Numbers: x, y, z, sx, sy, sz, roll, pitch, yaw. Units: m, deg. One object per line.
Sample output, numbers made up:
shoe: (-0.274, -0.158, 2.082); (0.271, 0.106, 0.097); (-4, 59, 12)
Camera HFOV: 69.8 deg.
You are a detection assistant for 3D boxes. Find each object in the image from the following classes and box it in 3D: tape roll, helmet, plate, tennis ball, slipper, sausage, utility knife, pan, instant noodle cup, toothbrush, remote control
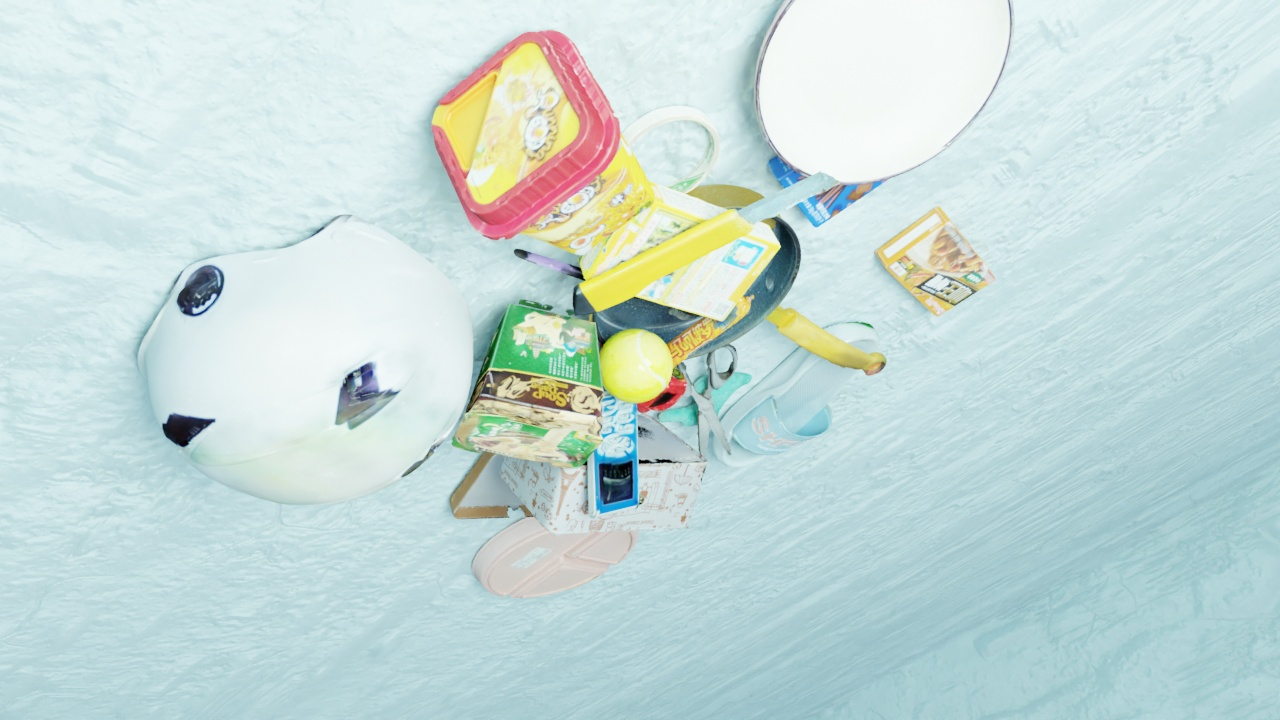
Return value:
tape roll: (0.020, -0.159, 0.711); (0.085, 0.014, 0.086); (-15, 146, -11)
helmet: (-0.246, 0.030, 0.703); (0.258, 0.145, 0.229); (-23, 146, 1)
plate: (0.172, -0.219, 0.668); (0.192, 0.039, 0.193); (-8, 134, -8)
tennis ball: (-0.005, 0.005, 0.797); (0.065, 0.065, 0.066); (-15, 146, -11)
slipper: (0.184, 0.052, 1.049); (0.104, 0.074, 0.246); (9, 134, -40)
sausage: (0.039, -0.013, 0.824); (0.021, 0.021, 0.166); (16, 137, -44)
utility knife: (0.045, -0.089, 0.691); (0.223, 0.015, 0.033); (-25, 137, 10)
pan: (0.110, -0.047, 0.863); (0.356, 0.078, 0.198); (12, 134, -41)
instant noodle cup: (-0.057, -0.136, 0.621); (0.116, 0.116, 0.123); (-34, 156, 16)
plate: (-0.106, 0.255, 1.208); (0.229, 0.028, 0.230); (-15, 146, -10)
toothbrush: (-0.023, -0.061, 0.751); (0.188, 0.014, 0.017); (16, 143, -34)
remote control: (-0.027, 0.080, 0.839); (0.049, 0.125, 0.024); (-6, -172, -35)

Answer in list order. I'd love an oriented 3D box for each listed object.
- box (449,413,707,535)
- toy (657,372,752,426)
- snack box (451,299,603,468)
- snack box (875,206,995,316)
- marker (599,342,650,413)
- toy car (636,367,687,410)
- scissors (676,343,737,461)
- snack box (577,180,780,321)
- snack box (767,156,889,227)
box: (-0.073, 0.120, 0.981); (0.179, 0.136, 0.270); (5, 168, -36)
toy: (0.069, 0.047, 1.016); (0.096, 0.030, 0.092); (-3, 139, -22)
snack box: (-0.090, 0.021, 0.791); (0.118, 0.105, 0.118); (13, 152, -15)
snack box: (0.308, -0.099, 0.952); (0.075, 0.026, 0.153); (-37, 144, 21)
marker: (-0.015, 0.015, 0.933); (0.017, 0.017, 0.145); (-24, 147, 2)
toy car: (-0.001, 0.027, 0.914); (0.106, 0.031, 0.049); (12, 131, -39)
scissors: (0.072, 0.045, 0.982); (0.164, 0.014, 0.165); (26, 121, -27)
snack box: (0.031, -0.085, 0.728); (0.140, 0.033, 0.087); (12, 129, -33)
snack box: (0.192, -0.182, 0.767); (0.157, 0.026, 0.084); (-34, 144, 17)
